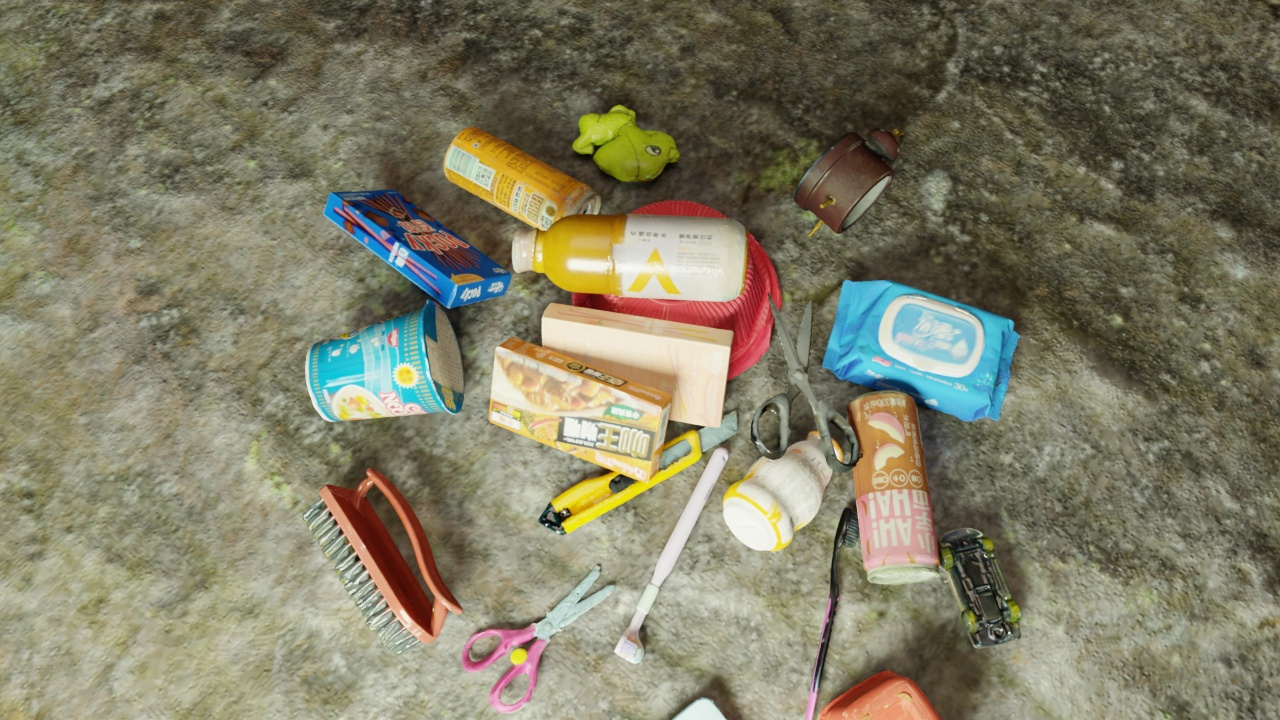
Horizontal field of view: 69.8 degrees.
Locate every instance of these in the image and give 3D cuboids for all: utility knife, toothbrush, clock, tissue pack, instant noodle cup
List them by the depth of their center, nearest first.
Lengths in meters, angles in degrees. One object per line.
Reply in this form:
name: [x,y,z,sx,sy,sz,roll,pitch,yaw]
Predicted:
toothbrush: [0.148,0.206,0.715,0.018,0.014,0.188,18,68,-4]
toothbrush: [0.029,0.151,0.740,0.021,0.029,0.188,4,58,46]
utility knife: [0.002,0.091,0.769,0.192,0.015,0.033,-28,70,-11]
instant noodle cup: [-0.217,0.008,0.777,0.110,0.099,0.099,-12,66,6]
tissue pack: [0.239,-0.012,0.786,0.157,0.052,0.094,19,68,10]
instant noodle cup: [0.032,-0.071,0.813,0.194,0.066,0.193,0,66,1]
clock: [0.196,-0.169,0.841,0.121,0.082,0.055,-41,75,-14]

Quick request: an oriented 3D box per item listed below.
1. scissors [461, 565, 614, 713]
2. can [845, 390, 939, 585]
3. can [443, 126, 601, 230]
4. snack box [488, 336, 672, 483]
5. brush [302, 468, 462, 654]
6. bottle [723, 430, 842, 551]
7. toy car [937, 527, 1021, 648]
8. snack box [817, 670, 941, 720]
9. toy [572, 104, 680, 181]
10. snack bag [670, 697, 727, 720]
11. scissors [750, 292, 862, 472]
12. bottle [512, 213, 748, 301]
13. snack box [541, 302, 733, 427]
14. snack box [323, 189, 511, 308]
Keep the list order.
scissors: [-0.082,0.206,0.724,0.077,0.017,0.137,33,67,24]
can: [0.201,0.100,0.734,0.058,0.058,0.147,-2,66,1]
can: [-0.112,-0.165,0.863,0.146,0.058,0.058,30,70,14]
snack box: [-0.052,0.040,0.753,0.154,0.075,0.026,19,29,18]
brush: [-0.198,0.157,0.721,0.069,0.063,0.146,-38,71,0]
bottle: [0.117,0.101,0.735,0.063,0.063,0.108,41,60,18]
toy car: [0.259,0.175,0.711,0.042,0.035,0.090,-12,66,-5]
snack box: [0.181,0.270,0.648,0.082,0.080,0.091,-28,68,-11]
toy: [-0.016,-0.208,0.894,0.096,0.031,0.100,-17,62,-6]
snack bag: [0.007,0.341,0.647,0.190,0.039,0.110,-35,64,-14]
scissors: [0.129,0.018,0.750,0.170,0.014,0.159,-33,73,-35]
bottle: [-0.008,-0.085,0.747,0.189,0.068,0.068,3,66,4]
snack box: [-0.005,0.004,0.769,0.157,0.085,0.026,9,35,7]
snack box: [-0.200,-0.105,0.829,0.157,0.084,0.026,35,114,16]
